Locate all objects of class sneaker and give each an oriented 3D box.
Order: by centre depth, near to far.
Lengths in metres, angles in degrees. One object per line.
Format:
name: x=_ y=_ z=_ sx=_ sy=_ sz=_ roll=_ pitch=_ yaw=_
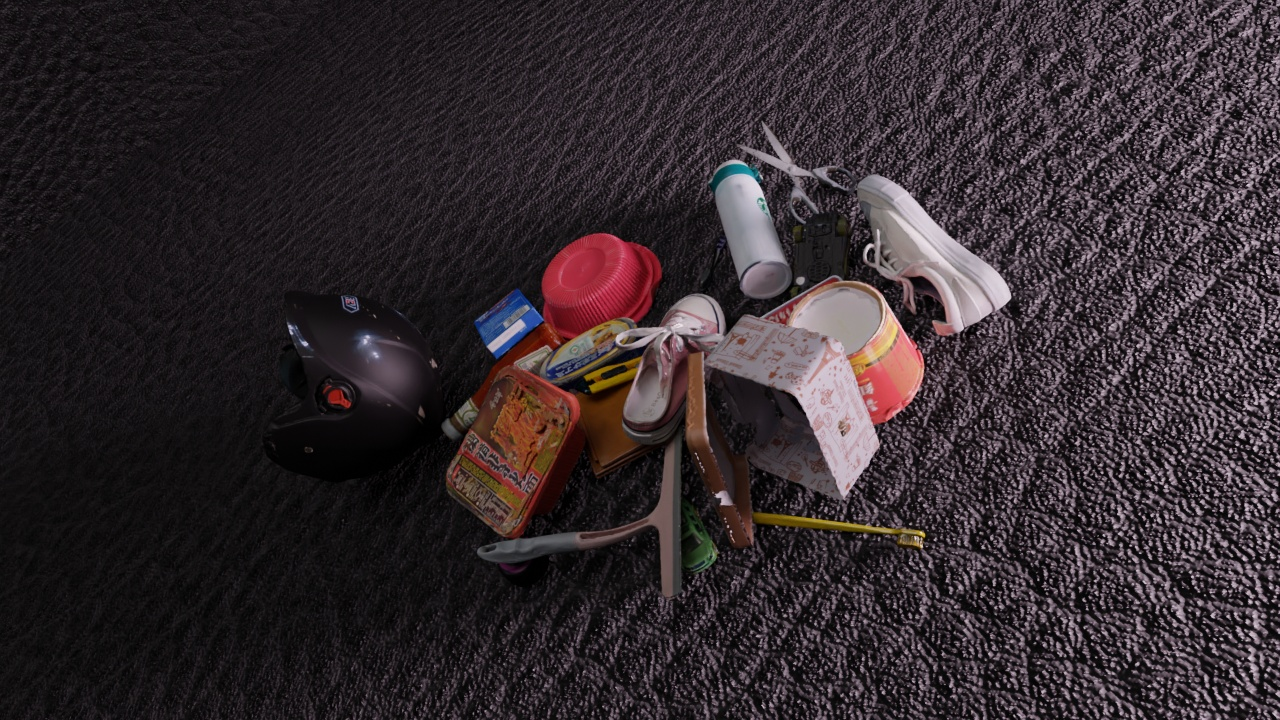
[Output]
sneaker: x=0.310 y=-0.119 z=1.058 sx=0.091 sy=0.089 sz=0.242 roll=-38 pitch=50 yaw=6
sneaker: x=0.041 y=-0.010 z=1.100 sx=0.118 sy=0.088 sz=0.240 roll=14 pitch=48 yaw=19

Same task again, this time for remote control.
remote control: x=0.189 y=-0.047 z=1.092 sx=0.136 sy=0.020 sz=0.056 roll=-30 pitch=68 yaw=19

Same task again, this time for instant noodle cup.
instant noodle cup: x=0.228 y=-0.014 z=1.000 sx=0.138 sy=0.108 sz=0.137 roll=-17 pitch=47 yaw=19
instant noodle cup: x=-0.145 y=0.112 z=1.131 sx=0.165 sy=0.079 sz=0.189 roll=27 pitch=92 yaw=43
instant noodle cup: x=-0.068 y=-0.112 z=1.299 sx=0.194 sy=0.066 sz=0.193 roll=-17 pitch=48 yaw=19

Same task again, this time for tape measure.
tape measure: x=-0.139 y=0.234 z=1.076 sx=0.058 sy=0.039 sz=0.057 roll=14 pitch=63 yaw=39

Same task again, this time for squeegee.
squeegee: x=-0.064 y=0.194 z=1.018 sx=0.250 sy=0.040 sz=0.247 roll=-16 pitch=35 yaw=15

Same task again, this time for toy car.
toy car: x=0.050 y=0.189 z=0.999 sx=0.043 sy=0.036 sz=0.091 roll=-33 pitch=48 yaw=3
toy car: x=0.223 y=-0.115 z=1.132 sx=0.070 sy=0.042 sz=0.157 roll=-4 pitch=64 yaw=28

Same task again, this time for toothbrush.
toothbrush: x=0.193 y=0.172 z=0.936 sx=0.190 sy=0.015 sz=0.016 roll=1 pitch=62 yaw=33
toothbrush: x=0.115 y=-0.170 z=1.267 sx=0.014 sy=0.017 sz=0.188 roll=7 pitch=57 yaw=29

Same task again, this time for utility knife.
utility knife: x=-0.007 y=0.007 z=1.165 sx=0.164 sy=0.015 sz=0.033 roll=-21 pitch=45 yaw=-12

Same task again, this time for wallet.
wallet: x=-0.034 y=0.076 z=1.144 sx=0.119 sy=0.035 sz=0.130 roll=-30 pitch=43 yaw=6

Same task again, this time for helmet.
helmet: x=-0.390 y=0.028 z=1.248 sx=0.230 sy=0.275 sz=0.233 roll=-10 pitch=30 yaw=-12

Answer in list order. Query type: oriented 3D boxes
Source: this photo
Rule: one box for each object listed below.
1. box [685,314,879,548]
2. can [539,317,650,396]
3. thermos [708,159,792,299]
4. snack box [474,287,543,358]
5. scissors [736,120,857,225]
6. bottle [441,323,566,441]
box: x=0.115 y=0.080 z=0.927 sx=0.154 sy=0.182 sz=0.180 roll=16 pitch=57 yaw=43
can: x=-0.059 y=0.001 z=1.211 sx=0.148 sy=0.049 sz=0.074 roll=-28 pitch=45 yaw=9
thermos: x=0.144 y=-0.182 z=1.217 sx=0.073 sy=0.073 sz=0.223 roll=-23 pitch=47 yaw=14
snack box: x=-0.192 y=-0.056 z=1.321 sx=0.084 sy=0.026 sz=0.157 roll=-40 pitch=22 yaw=-3
scissors: x=0.209 y=-0.253 z=1.234 sx=0.159 sy=0.014 sz=0.175 roll=-1 pitch=72 yaw=10
bottle: x=-0.188 y=0.034 z=1.260 sx=0.206 sy=0.060 sz=0.059 roll=-41 pitch=44 yaw=3
